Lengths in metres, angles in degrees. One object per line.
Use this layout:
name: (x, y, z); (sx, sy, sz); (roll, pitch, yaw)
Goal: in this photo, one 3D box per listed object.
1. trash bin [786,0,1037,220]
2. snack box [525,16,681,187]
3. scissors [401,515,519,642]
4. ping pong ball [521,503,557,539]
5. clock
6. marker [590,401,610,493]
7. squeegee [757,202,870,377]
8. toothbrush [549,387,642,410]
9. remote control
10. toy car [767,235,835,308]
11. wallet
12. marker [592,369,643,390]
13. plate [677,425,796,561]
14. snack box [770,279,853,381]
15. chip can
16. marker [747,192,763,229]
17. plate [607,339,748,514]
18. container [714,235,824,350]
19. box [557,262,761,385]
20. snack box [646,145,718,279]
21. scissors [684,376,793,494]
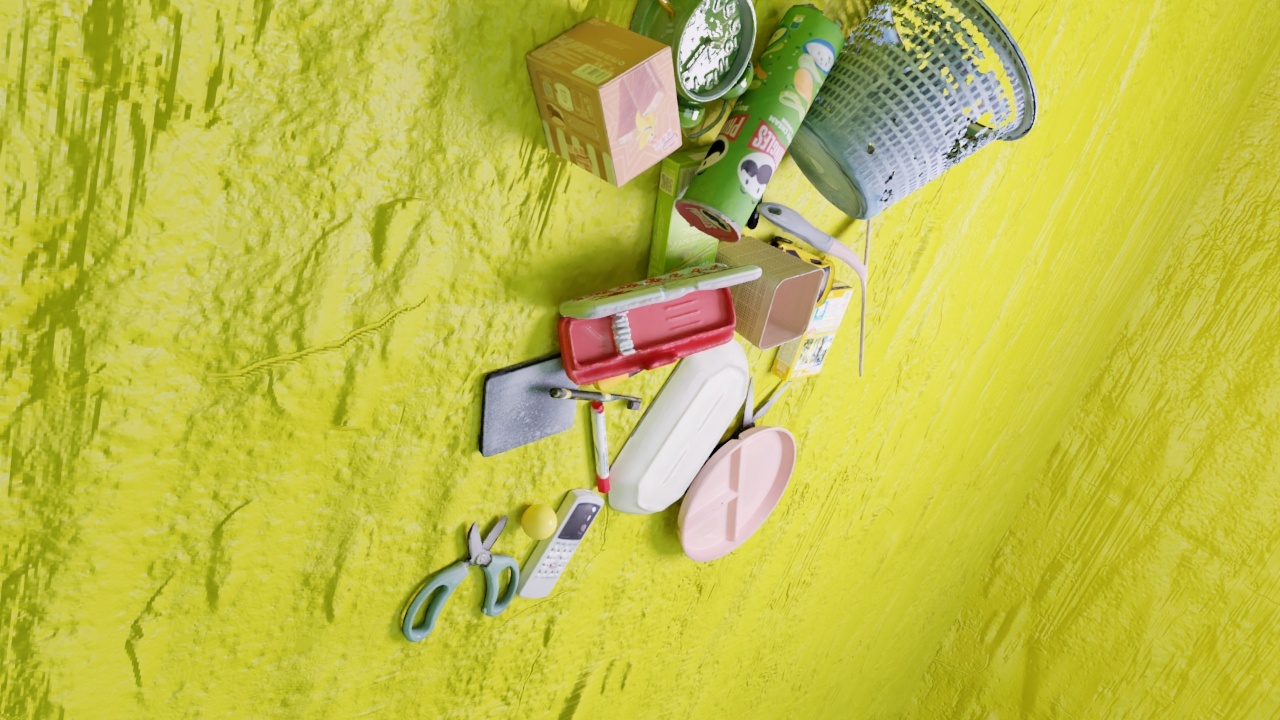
trash bin: (0.267, -0.265, 0.981); (0.195, 0.226, 0.226); (-41, 145, 1)
snack box: (-0.028, -0.214, 0.758); (0.076, 0.093, 0.094); (-38, 142, -23)
scissors: (-0.184, 0.251, 1.035); (0.170, 0.019, 0.181); (-54, 145, -3)
ping pong ball: (-0.114, 0.182, 1.037); (0.040, 0.040, 0.040); (-30, 138, -31)
clock: (0.052, -0.278, 0.832); (0.116, 0.056, 0.161); (-37, 142, -21)
marker: (-0.047, 0.102, 1.071); (0.017, 0.017, 0.145); (-32, 139, -29)
squeegee: (0.226, -0.135, 1.110); (0.249, 0.040, 0.247); (25, 65, -42)
toothbrush: (-0.045, 0.043, 1.002); (0.185, 0.012, 0.017); (11, 93, -62)
remote control: (-0.098, 0.223, 1.108); (0.058, 0.021, 0.150); (20, 104, -54)
toy car: (0.198, -0.106, 1.143); (0.155, 0.041, 0.071); (13, 98, -46)
wallet: (-0.113, 0.042, 0.943); (0.120, 0.019, 0.097); (-19, 130, -38)
marker: (-0.006, 0.006, 1.039); (0.123, 0.015, 0.018); (-26, 104, -38)
plate: (0.136, 0.188, 1.313); (0.228, 0.028, 0.230); (-28, 136, -30)
snack box: (0.238, -0.042, 1.272); (0.086, 0.034, 0.141); (-11, 125, -45)
chip can: (0.120, -0.234, 0.904); (0.235, 0.072, 0.072); (-61, 146, -8)
marker: (0.133, -0.200, 1.029); (0.018, 0.015, 0.124); (-26, 138, -30)
plate: (0.058, 0.092, 1.170); (0.266, 0.034, 0.162); (-56, 145, 2)
container: (0.131, -0.081, 1.041); (0.090, 0.111, 0.090); (-18, 131, -41)
box: (0.023, -0.039, 0.923); (0.201, 0.100, 0.102); (-16, 105, -24)
snack box: (0.051, -0.145, 0.969); (0.085, 0.026, 0.157); (-23, 134, -37)
scissors: (0.146, 0.118, 1.307); (0.233, 0.022, 0.221); (-42, 144, -15)
